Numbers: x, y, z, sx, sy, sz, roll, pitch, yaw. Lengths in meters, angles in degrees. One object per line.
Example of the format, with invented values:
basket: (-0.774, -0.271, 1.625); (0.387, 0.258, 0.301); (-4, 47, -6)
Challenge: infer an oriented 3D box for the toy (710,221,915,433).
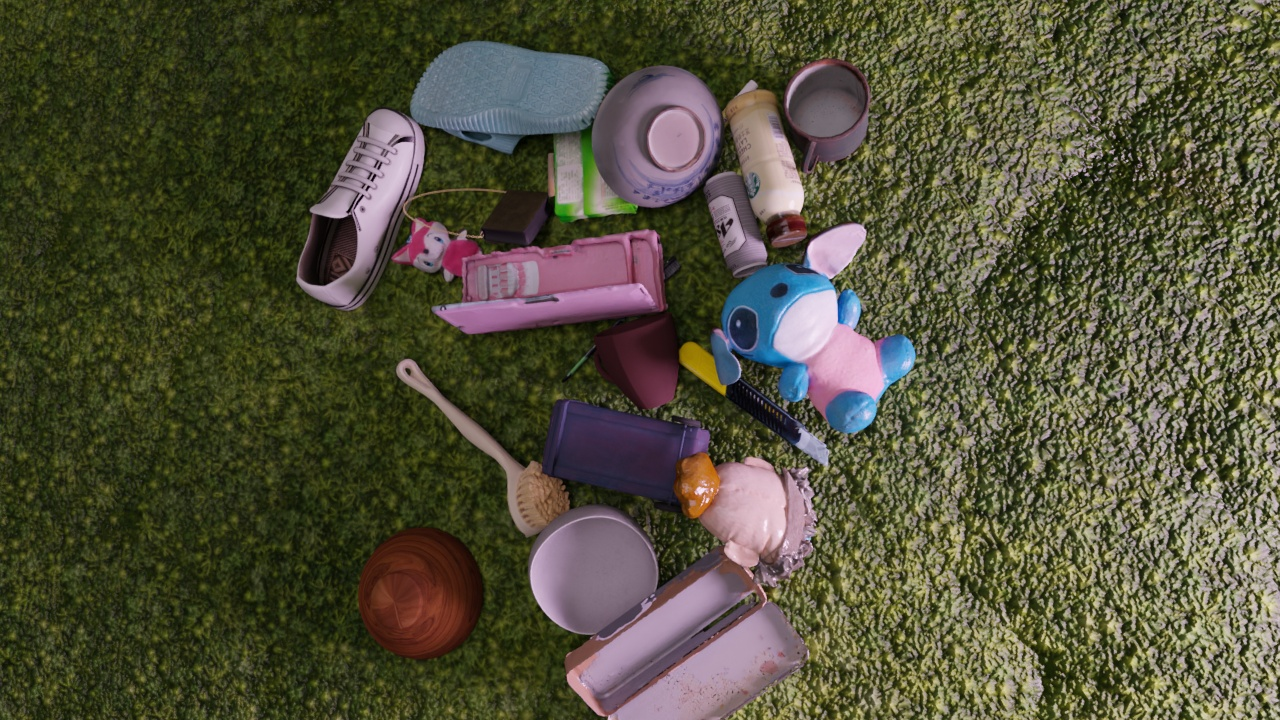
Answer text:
toy: (0.181, -0.029, 0.925); (0.191, 0.099, 0.223); (40, 68, 12)

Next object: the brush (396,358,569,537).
brush: (-0.181, 0.088, 1.024); (0.272, 0.062, 0.077); (43, 111, 18)

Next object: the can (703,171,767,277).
can: (0.102, -0.145, 0.978); (0.044, 0.044, 0.106); (-18, 81, 11)

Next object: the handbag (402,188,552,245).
handbag: (-0.193, -0.169, 1.051); (0.178, 0.027, 0.083); (9, 50, 20)

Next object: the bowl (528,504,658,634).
bowl: (-0.050, 0.212, 0.962); (0.132, 0.064, 0.132); (-1, 103, -5)

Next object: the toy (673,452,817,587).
toy: (0.101, 0.148, 0.905); (0.176, 0.132, 0.076); (31, 136, -19)

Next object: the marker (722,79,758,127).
marker: (0.082, -0.253, 1.009); (0.014, 0.014, 0.132); (42, 95, 14)

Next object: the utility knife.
utility knife: (0.120, 0.045, 0.968); (0.198, 0.020, 0.029); (38, 96, 15)

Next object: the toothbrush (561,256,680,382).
toothbrush: (-0.022, -0.042, 1.015); (0.017, 0.014, 0.188); (43, 96, 6)

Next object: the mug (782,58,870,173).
mug: (0.188, -0.242, 0.946); (0.085, 0.081, 0.111); (20, 90, 15)

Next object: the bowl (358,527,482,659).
bowl: (-0.256, 0.261, 1.016); (0.147, 0.069, 0.147); (-1, 84, 14)

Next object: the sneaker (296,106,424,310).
sneaker: (-0.336, -0.182, 1.063); (0.091, 0.097, 0.245); (24, 91, 15)

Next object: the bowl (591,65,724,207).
bowl: (0.029, -0.231, 0.958); (0.150, 0.057, 0.151); (-5, 107, -18)

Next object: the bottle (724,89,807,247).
bottle: (0.135, -0.200, 0.963); (0.056, 0.056, 0.162); (-16, 77, 12)

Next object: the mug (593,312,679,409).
mug: (-0.006, 0.006, 0.982); (0.114, 0.086, 0.088); (-9, 102, 43)

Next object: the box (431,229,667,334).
box: (-0.097, -0.086, 0.972); (0.233, 0.115, 0.099); (-4, 84, 15)

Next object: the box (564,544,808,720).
box: (0.046, 0.305, 0.937); (0.216, 0.063, 0.157); (-37, 89, 2)

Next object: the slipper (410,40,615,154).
slipper: (-0.141, -0.298, 1.041); (0.277, 0.069, 0.116); (13, 84, 28)

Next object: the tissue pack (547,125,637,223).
tissue pack: (-0.052, -0.214, 1.028); (0.100, 0.034, 0.114); (-3, 83, 14)

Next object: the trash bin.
trash bin: (-0.017, 0.094, 0.960); (0.161, 0.092, 0.093); (11, 87, 16)

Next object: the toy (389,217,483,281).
toy: (-0.236, -0.130, 1.061); (0.102, 0.050, 0.065); (19, 85, 10)
